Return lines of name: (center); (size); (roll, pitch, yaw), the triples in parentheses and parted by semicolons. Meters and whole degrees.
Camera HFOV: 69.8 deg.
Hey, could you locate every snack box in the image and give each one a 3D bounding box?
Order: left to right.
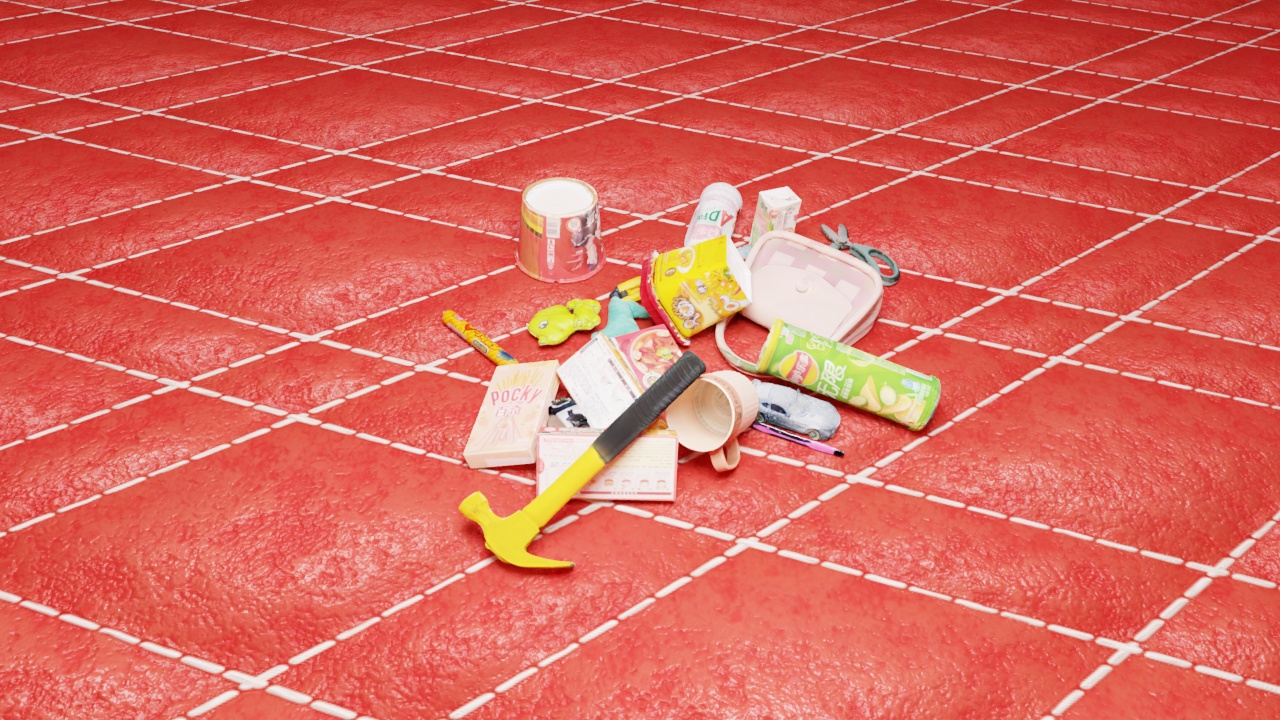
snack box: (-0.150, 0.062, 1.098); (0.084, 0.026, 0.156); (-7, 40, 16)
snack box: (-0.037, 0.115, 1.022); (0.156, 0.077, 0.027); (2, 15, -2)
snack box: (-0.036, 0.043, 1.083); (0.075, 0.026, 0.153); (-40, 56, 8)
snack box: (-0.007, 0.007, 1.161); (0.113, 0.044, 0.127); (-17, 54, -20)

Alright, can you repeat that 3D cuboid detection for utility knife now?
utility knife: (0.058, -0.124, 1.299); (0.216, 0.015, 0.033); (-20, 77, -1)

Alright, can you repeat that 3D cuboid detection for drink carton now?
drink carton: (0.195, -0.189, 1.348); (0.053, 0.123, 0.045); (-15, 46, -22)

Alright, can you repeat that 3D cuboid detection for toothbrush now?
toothbrush: (0.157, 0.083, 1.121); (0.189, 0.014, 0.017); (18, 34, 15)

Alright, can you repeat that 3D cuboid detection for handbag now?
handbag: (0.198, -0.060, 1.247); (0.193, 0.093, 0.233); (29, 59, 26)

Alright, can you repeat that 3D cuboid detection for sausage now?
sausage: (-0.212, -0.025, 1.212); (0.165, 0.021, 0.021); (35, 50, 30)

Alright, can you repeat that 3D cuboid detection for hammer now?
hammer: (-0.044, 0.101, 0.978); (0.300, 0.033, 0.129); (-44, 82, -11)

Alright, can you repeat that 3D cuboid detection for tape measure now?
tape measure: (-0.080, 0.085, 1.064); (0.033, 0.066, 0.066); (-24, 47, -28)

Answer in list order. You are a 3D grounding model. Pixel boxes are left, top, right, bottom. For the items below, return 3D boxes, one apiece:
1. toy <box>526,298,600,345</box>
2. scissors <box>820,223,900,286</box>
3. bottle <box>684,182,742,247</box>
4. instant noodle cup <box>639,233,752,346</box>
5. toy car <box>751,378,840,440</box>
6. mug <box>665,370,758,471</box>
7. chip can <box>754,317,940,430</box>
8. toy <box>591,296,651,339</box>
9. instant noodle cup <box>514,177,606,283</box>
toy: (-0.103, -0.053, 1.241); (0.100, 0.031, 0.096); (-5, 38, 3)
scissors: (0.302, -0.158, 1.398); (0.170, 0.019, 0.177); (-18, 47, -21)
bottle: (0.104, -0.192, 1.390); (0.068, 0.068, 0.196); (13, 46, 10)
instant noodle cup: (0.077, -0.099, 1.219); (0.124, 0.116, 0.115); (-21, 36, 22)
toy car: (0.187, 0.059, 1.134); (0.121, 0.037, 0.054); (19, 43, 12)
mug: (0.090, 0.070, 1.067); (0.082, 0.114, 0.105); (-17, -1, 24)
chip can: (0.257, 0.018, 1.132); (0.221, 0.073, 0.072); (21, 44, 5)
toy: (-0.019, -0.056, 1.254); (0.096, 0.030, 0.091); (3, 45, -4)
instant noodle cup: (-0.116, -0.195, 1.344); (0.138, 0.109, 0.137); (2, 42, -2)
